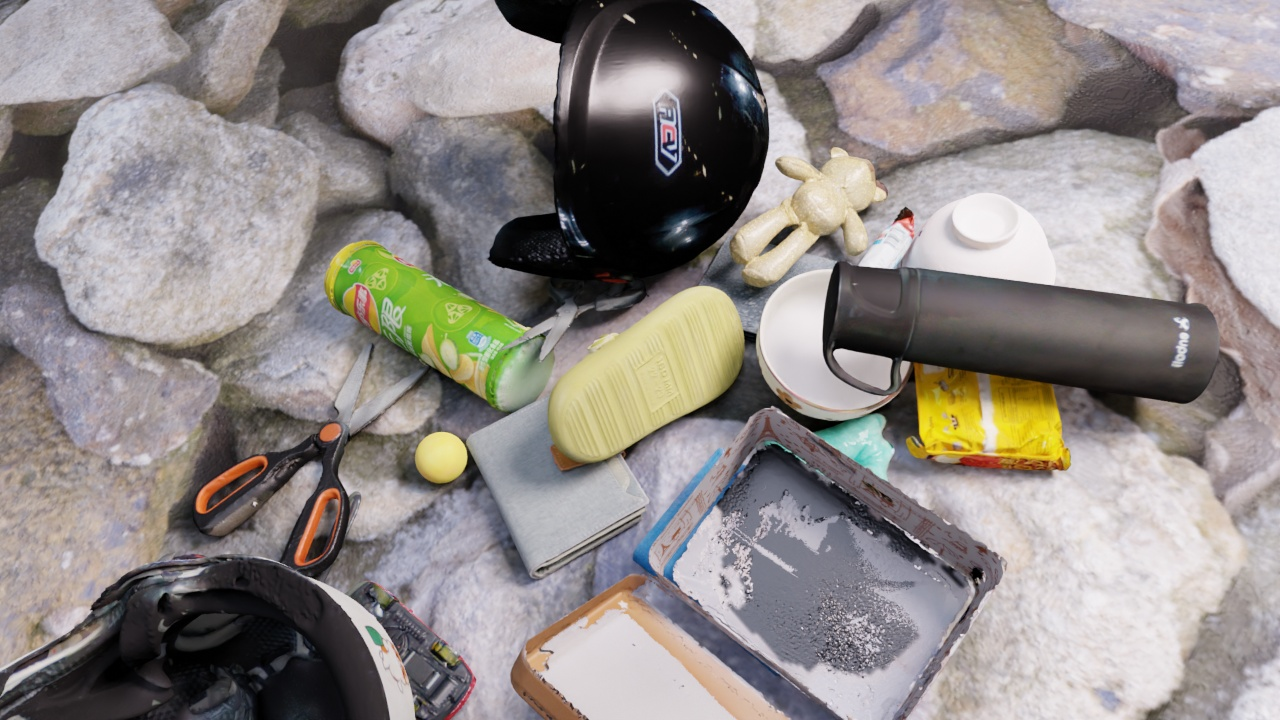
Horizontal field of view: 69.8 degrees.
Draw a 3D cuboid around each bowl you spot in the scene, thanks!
[{"bbox_3d":[0.268,-0.091,0.722,0.118,0.065,0.118,-6,57,9],"label":"bowl"},{"bbox_3d":[0.138,-0.004,0.680,0.113,0.062,0.113,2,66,-5],"label":"bowl"}]

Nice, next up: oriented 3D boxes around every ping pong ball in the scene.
[{"bbox_3d":[-0.157,0.077,0.724,0.040,0.040,0.040,-6,56,9],"label":"ping pong ball"}]

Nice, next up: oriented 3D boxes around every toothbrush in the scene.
[{"bbox_3d":[-0.252,0.179,0.694,0.016,0.018,0.180,3,56,23],"label":"toothbrush"}]

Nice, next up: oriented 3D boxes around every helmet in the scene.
[{"bbox_3d":[-0.246,0.238,0.560,0.274,0.157,0.230,-30,75,4],"label":"helmet"},{"bbox_3d":[-0.009,-0.181,0.733,0.230,0.234,0.274,0,15,-5],"label":"helmet"}]

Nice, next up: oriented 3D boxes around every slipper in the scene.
[{"bbox_3d":[-0.004,0.004,0.697,0.190,0.092,0.082,-32,32,-31],"label":"slipper"}]

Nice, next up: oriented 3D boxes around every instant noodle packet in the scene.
[{"bbox_3d":[0.249,0.017,0.668,0.111,0.044,0.128,3,61,7],"label":"instant noodle packet"}]

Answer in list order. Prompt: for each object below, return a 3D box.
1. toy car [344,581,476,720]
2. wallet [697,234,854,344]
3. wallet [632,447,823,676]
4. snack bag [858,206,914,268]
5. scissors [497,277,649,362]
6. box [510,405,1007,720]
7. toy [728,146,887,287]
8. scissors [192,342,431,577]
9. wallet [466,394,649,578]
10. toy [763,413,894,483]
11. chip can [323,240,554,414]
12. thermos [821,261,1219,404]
[{"bbox_3d":[-0.167,0.204,0.639,0.120,0.045,0.052,34,68,23],"label":"toy car"},{"bbox_3d":[0.108,-0.056,0.766,0.121,0.019,0.097,19,61,25],"label":"wallet"},{"bbox_3d":[0.075,0.135,0.636,0.133,0.040,0.106,34,74,28],"label":"wallet"},{"bbox_3d":[0.192,-0.078,0.740,0.026,0.045,0.105,37,63,6],"label":"snack bag"},{"bbox_3d":[-0.059,-0.040,0.748,0.162,0.014,0.166,-13,29,-24],"label":"scissors"},{"bbox_3d":[0.073,0.159,0.530,0.179,0.130,0.271,35,50,20],"label":"box"},{"bbox_3d":[0.138,-0.119,0.764,0.157,0.066,0.105,-39,83,-23],"label":"toy"},{"bbox_3d":[-0.262,0.084,0.755,0.221,0.022,0.224,-24,50,-5],"label":"scissors"},{"bbox_3d":[-0.063,0.085,0.700,0.106,0.037,0.129,-29,56,-6],"label":"wallet"},{"bbox_3d":[0.143,0.072,0.665,0.092,0.030,0.096,-22,58,1],"label":"toy"},{"bbox_3d":[-0.171,-0.031,0.779,0.221,0.073,0.072,28,67,27],"label":"chip can"},{"bbox_3d":[0.248,-0.010,0.623,0.242,0.068,0.090,7,93,4],"label":"thermos"}]
